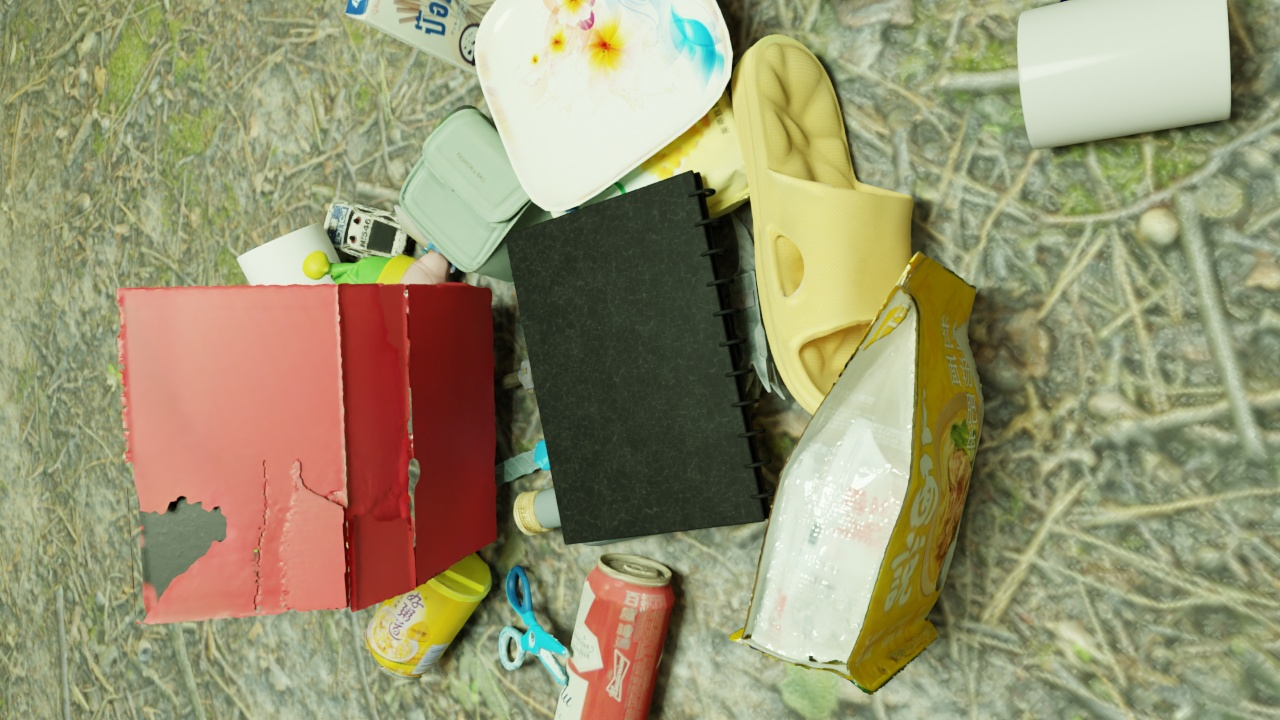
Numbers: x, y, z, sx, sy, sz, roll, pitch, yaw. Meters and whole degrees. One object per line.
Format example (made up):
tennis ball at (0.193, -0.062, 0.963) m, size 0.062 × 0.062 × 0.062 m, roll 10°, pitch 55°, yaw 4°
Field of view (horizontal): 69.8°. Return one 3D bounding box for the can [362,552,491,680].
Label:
can at (-0.177, 0.205, 0.763) m, size 0.067 × 0.067 × 0.105 m, roll 44°, pitch 109°, yaw 26°

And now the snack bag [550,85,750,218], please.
snack bag at (-0.009, -0.189, 0.685) m, size 0.160 × 0.068 × 0.247 m, roll -29°, pitch 73°, yaw 28°

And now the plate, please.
plate at (-0.030, -0.214, 0.649) m, size 0.187 × 0.016 × 0.187 m, roll -31°, pitch 72°, yaw 26°

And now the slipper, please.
slipper at (0.124, -0.094, 0.575) m, size 0.079 × 0.099 × 0.263 m, roll -29°, pitch 66°, yaw 49°

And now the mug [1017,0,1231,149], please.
mug at (0.271, -0.179, 0.516) m, size 0.097 × 0.078 × 0.111 m, roll -4°, pitch 57°, yaw 31°

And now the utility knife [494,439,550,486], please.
utility knife at (-0.047, 0.061, 0.723) m, size 0.210 × 0.015 × 0.031 m, roll -24°, pitch 72°, yaw 25°

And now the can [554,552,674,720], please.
can at (-0.022, 0.230, 0.667) m, size 0.067 × 0.067 × 0.170 m, roll 15°, pitch 95°, yaw 31°

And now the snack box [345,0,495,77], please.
snack box at (-0.161, -0.288, 0.736) m, size 0.026 × 0.149 × 0.082 m, roll 24°, pitch 99°, yaw 31°

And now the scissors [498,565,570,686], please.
scissors at (-0.081, 0.201, 0.702) m, size 0.141 × 0.014 × 0.090 m, roll -12°, pitch 73°, yaw 63°

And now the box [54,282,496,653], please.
box at (-0.207, 0.053, 0.615) m, size 0.124 × 0.314 × 0.211 m, roll 3°, pitch 96°, yaw 41°

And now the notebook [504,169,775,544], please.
notebook at (-0.004, 0.004, 0.632) m, size 0.169 × 0.019 × 0.231 m, roll -13°, pitch 87°, yaw 31°

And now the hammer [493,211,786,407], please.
hammer at (-0.044, -0.006, 0.717) m, size 0.318 × 0.028 × 0.146 m, roll -16°, pitch 67°, yaw 30°

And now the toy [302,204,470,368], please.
toy at (-0.211, -0.060, 0.783) m, size 0.131 × 0.096 × 0.124 m, roll 35°, pitch 101°, yaw 26°

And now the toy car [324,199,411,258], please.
toy car at (-0.258, -0.119, 0.850) m, size 0.113 × 0.040 × 0.048 m, roll 18°, pitch 95°, yaw 32°

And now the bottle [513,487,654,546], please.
bottle at (-0.024, 0.101, 0.688) m, size 0.162 × 0.046 × 0.072 m, roll -18°, pitch 78°, yaw 29°

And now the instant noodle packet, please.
instant noodle packet at (0.145, 0.057, 0.519) m, size 0.084 × 0.162 × 0.221 m, roll 19°, pitch 97°, yaw 31°

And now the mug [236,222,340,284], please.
mug at (-0.316, -0.072, 0.861) m, size 0.081 × 0.114 × 0.087 m, roll -26°, pitch 103°, yaw -10°

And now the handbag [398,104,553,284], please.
handbag at (-0.132, -0.135, 0.758) m, size 0.122 × 0.067 × 0.106 m, roll 45°, pitch 108°, yaw 26°
